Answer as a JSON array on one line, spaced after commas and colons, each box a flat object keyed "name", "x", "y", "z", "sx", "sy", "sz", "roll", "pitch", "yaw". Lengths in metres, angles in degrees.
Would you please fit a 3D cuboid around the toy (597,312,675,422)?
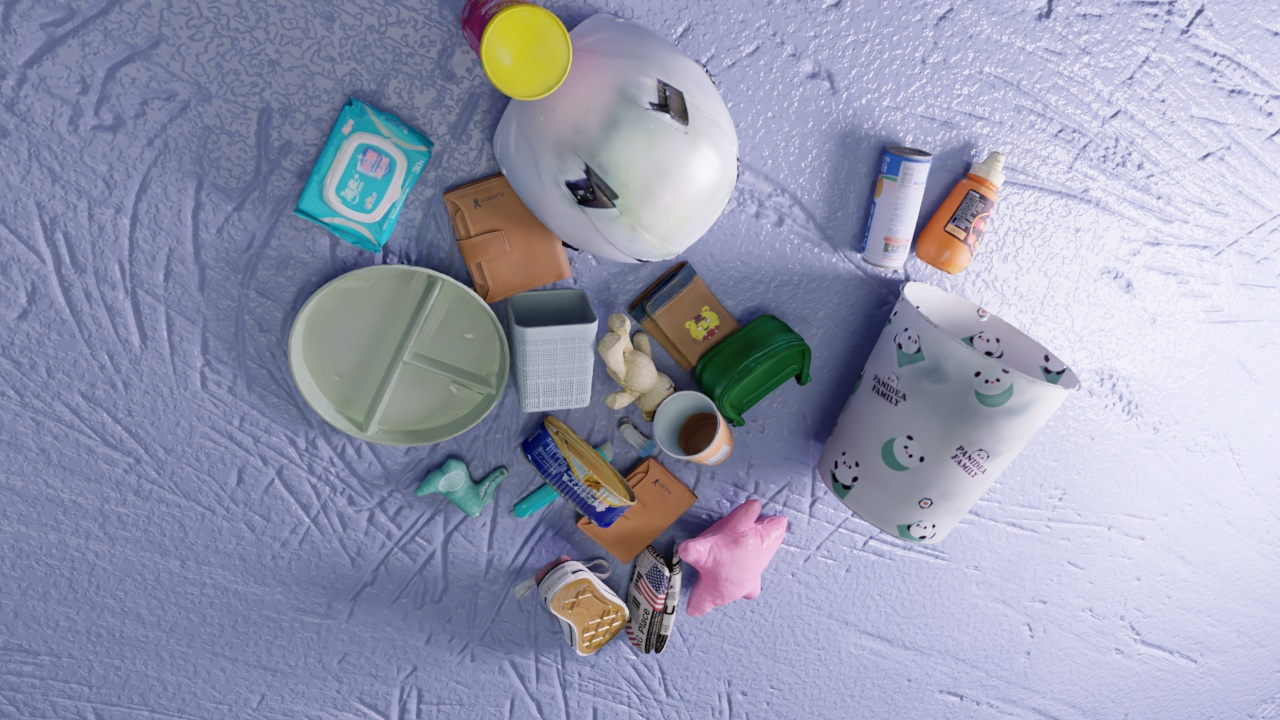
[{"name": "toy", "x": -0.006, "y": 0.006, "z": 1.036, "sx": 0.066, "sy": 0.105, "sz": 0.157, "roll": 0, "pitch": 147, "yaw": 24}]

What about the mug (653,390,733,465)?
[{"name": "mug", "x": 0.071, "y": 0.087, "z": 1.089, "sx": 0.078, "sy": 0.078, "sz": 0.122, "roll": -40, "pitch": 156, "yaw": 5}]

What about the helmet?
[{"name": "helmet", "x": 0.001, "y": -0.191, "z": 0.889, "sx": 0.229, "sy": 0.146, "sz": 0.258, "roll": -46, "pitch": 132, "yaw": 6}]

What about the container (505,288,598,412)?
[{"name": "container", "x": -0.099, "y": -0.009, "z": 1.010, "sx": 0.090, "sy": 0.090, "sz": 0.112, "roll": -4, "pitch": 119, "yaw": -14}]

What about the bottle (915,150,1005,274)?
[{"name": "bottle", "x": 0.386, "y": -0.178, "z": 1.086, "sx": 0.066, "sy": 0.067, "sz": 0.149, "roll": 23, "pitch": 100, "yaw": -25}]

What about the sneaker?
[{"name": "sneaker", "x": -0.085, "y": 0.299, "z": 1.169, "sx": 0.118, "sy": 0.088, "sz": 0.241, "roll": -36, "pitch": 145, "yaw": -9}]

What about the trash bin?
[{"name": "trash bin", "x": 0.356, "y": 0.069, "z": 1.115, "sx": 0.229, "sy": 0.229, "sz": 0.252, "roll": 15, "pitch": 116, "yaw": -23}]

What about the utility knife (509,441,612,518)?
[{"name": "utility knife", "x": -0.097, "y": 0.150, "z": 1.133, "sx": 0.158, "sy": 0.013, "sz": 0.029, "roll": -35, "pitch": 117, "yaw": 5}]

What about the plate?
[{"name": "plate", "x": -0.255, "y": -0.004, "z": 0.982, "sx": 0.230, "sy": 0.027, "sz": 0.231, "roll": -4, "pitch": 123, "yaw": -6}]

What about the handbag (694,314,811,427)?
[{"name": "handbag", "x": 0.140, "y": 0.018, "z": 1.095, "sx": 0.131, "sy": 0.068, "sz": 0.120, "roll": -37, "pitch": 140, "yaw": -2}]

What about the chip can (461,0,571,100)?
[{"name": "chip can", "x": -0.113, "y": -0.282, "z": 0.797, "sx": 0.071, "sy": 0.210, "sz": 0.071, "roll": -6, "pitch": 117, "yaw": -13}]

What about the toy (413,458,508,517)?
[{"name": "toy", "x": -0.207, "y": 0.149, "z": 1.092, "sx": 0.096, "sy": 0.030, "sz": 0.092, "roll": -40, "pitch": 125, "yaw": -3}]

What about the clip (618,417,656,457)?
[{"name": "clip", "x": -0.007, "y": 0.093, "z": 1.129, "sx": 0.026, "sy": 0.038, "sz": 0.058, "roll": -40, "pitch": 121, "yaw": 7}]

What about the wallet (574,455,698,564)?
[{"name": "wallet", "x": -0.005, "y": 0.190, "z": 1.171, "sx": 0.132, "sy": 0.031, "sz": 0.108, "roll": -42, "pitch": 121, "yaw": 5}]

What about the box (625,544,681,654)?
[{"name": "box", "x": 0.010, "y": 0.320, "z": 1.221, "sx": 0.082, "sy": 0.075, "sz": 0.164, "roll": 9, "pitch": 116, "yaw": -8}]

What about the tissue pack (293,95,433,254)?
[{"name": "tissue pack", "x": -0.270, "y": -0.179, "z": 0.895, "sx": 0.093, "sy": 0.050, "sz": 0.134, "roll": 24, "pitch": 107, "yaw": -26}]

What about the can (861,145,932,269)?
[{"name": "can", "x": 0.295, "y": -0.176, "z": 1.061, "sx": 0.053, "sy": 0.053, "sz": 0.135, "roll": 0, "pitch": 116, "yaw": -17}]

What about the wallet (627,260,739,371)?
[{"name": "wallet", "x": 0.052, "y": -0.049, "z": 1.067, "sx": 0.090, "sy": 0.033, "sz": 0.115, "roll": -41, "pitch": 123, "yaw": 5}]

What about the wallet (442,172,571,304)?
[{"name": "wallet", "x": -0.146, "y": -0.131, "z": 0.969, "sx": 0.119, "sy": 0.035, "sz": 0.131, "roll": -22, "pitch": 119, "yaw": -12}]

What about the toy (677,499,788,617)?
[{"name": "toy", "x": 0.130, "y": 0.263, "z": 1.222, "sx": 0.178, "sy": 0.074, "sz": 0.195, "roll": -28, "pitch": 133, "yaw": -18}]

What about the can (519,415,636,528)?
[{"name": "can", "x": -0.074, "y": 0.132, "z": 1.085, "sx": 0.148, "sy": 0.074, "sz": 0.049, "roll": 43, "pitch": 101, "yaw": -9}]
